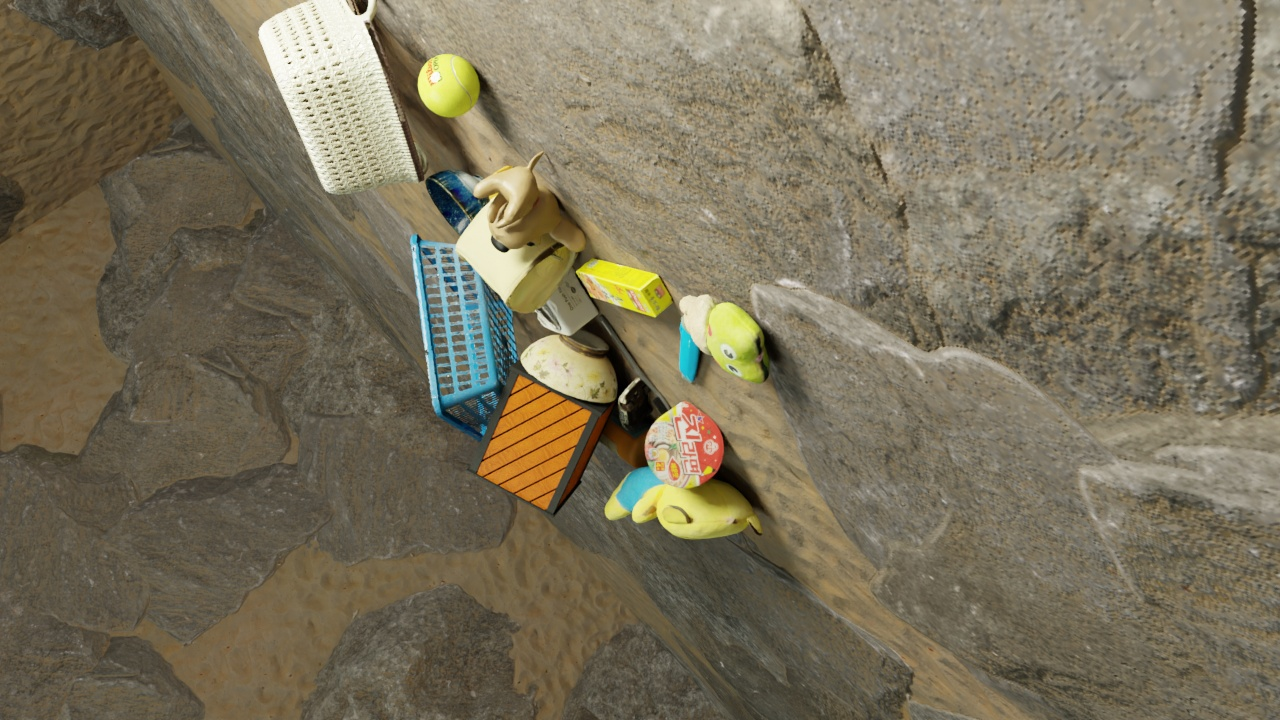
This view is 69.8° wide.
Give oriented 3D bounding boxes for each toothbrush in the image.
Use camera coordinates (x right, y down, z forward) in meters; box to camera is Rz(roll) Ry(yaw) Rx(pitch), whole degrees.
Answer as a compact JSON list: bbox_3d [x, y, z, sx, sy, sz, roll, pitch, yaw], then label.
[{"bbox_3d":[-0.007,0.007,1.236,0.167,0.013,0.013,56,162,-13],"label":"toothbrush"}]

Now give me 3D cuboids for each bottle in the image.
[{"bbox_3d":[-0.035,0.103,1.406,0.157,0.067,0.068,32,156,43],"label":"bottle"}]

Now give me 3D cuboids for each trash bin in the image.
[{"bbox_3d":[-0.132,0.097,1.315,0.140,0.172,0.139,27,-162,6],"label":"trash bin"}]

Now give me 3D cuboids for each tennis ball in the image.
[{"bbox_3d":[-0.207,-0.296,0.991,0.065,0.065,0.065,43,162,18],"label":"tennis ball"}]

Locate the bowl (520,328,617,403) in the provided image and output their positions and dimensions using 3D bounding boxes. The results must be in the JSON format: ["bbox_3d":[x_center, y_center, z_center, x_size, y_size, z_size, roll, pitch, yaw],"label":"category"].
[{"bbox_3d":[-0.087,-0.004,1.268,0.145,0.063,0.145,23,-163,-8],"label":"bowl"}]

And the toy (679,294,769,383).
[{"bbox_3d":[0.080,-0.027,0.902,0.118,0.043,0.092,37,160,38],"label":"toy"}]

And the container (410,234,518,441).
[{"bbox_3d":[-0.247,-0.025,1.390,0.362,0.089,0.257,87,173,-79],"label":"container"}]

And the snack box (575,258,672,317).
[{"bbox_3d":[-0.021,-0.085,1.045,0.148,0.028,0.040,22,149,55],"label":"snack box"}]

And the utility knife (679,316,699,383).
[{"bbox_3d":[0.055,-0.007,1.051,0.031,0.015,0.175,47,164,16],"label":"utility knife"}]

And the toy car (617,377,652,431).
[{"bbox_3d":[-0.012,0.059,1.292,0.040,0.048,0.113,36,158,20],"label":"toy car"}]

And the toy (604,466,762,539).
[{"bbox_3d":[0.060,0.196,1.278,0.214,0.148,0.084,7,102,59],"label":"toy"}]

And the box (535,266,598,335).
[{"bbox_3d":[-0.133,-0.082,1.219,0.102,0.095,0.107,19,143,56],"label":"box"}]

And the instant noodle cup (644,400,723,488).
[{"bbox_3d":[0.049,0.117,1.203,0.100,0.100,0.112,49,170,1],"label":"instant noodle cup"}]

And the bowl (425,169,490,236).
[{"bbox_3d":[-0.228,-0.213,1.227,0.114,0.060,0.114,44,164,16],"label":"bowl"}]

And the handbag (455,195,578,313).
[{"bbox_3d":[-0.148,-0.132,1.125,0.119,0.111,0.081,44,-170,26],"label":"handbag"}]

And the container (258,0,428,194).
[{"bbox_3d":[-0.363,-0.326,1.139,0.184,0.143,0.252,57,164,34],"label":"container"}]

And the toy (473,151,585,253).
[{"bbox_3d":[-0.133,-0.174,1.035,0.134,0.105,0.108,39,171,18],"label":"toy"}]

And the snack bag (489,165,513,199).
[{"bbox_3d":[-0.172,-0.215,1.144,0.020,0.026,0.099,54,161,3],"label":"snack bag"}]
